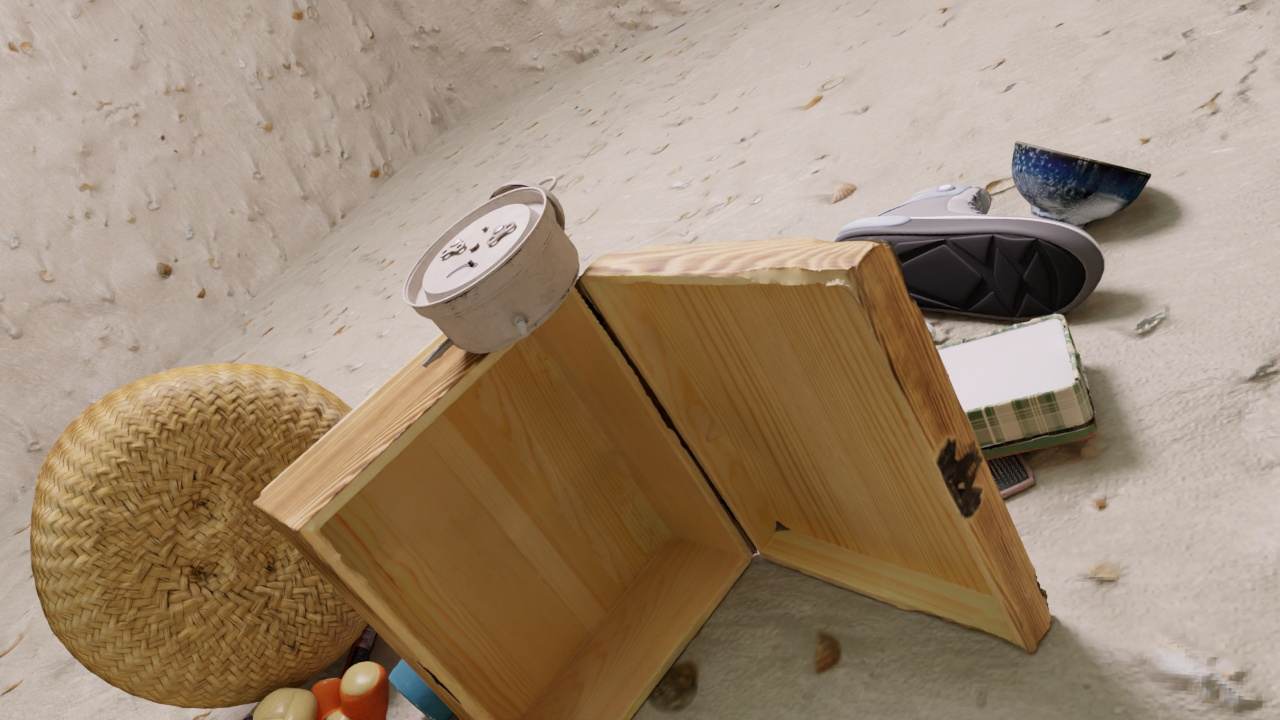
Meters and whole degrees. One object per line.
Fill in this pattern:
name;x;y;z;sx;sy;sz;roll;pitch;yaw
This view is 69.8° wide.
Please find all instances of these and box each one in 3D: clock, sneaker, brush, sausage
clock;-0.079;-0.064;0.570;0.104;0.061;0.156;-15;38;32
sneaker;0.311;-0.113;0.826;0.160;0.093;0.257;-37;26;-29
brush;0.204;0.096;0.647;0.136;0.015;0.049;-27;25;12
sausage;-0.262;0.278;0.852;0.020;0.020;0.155;-25;27;15

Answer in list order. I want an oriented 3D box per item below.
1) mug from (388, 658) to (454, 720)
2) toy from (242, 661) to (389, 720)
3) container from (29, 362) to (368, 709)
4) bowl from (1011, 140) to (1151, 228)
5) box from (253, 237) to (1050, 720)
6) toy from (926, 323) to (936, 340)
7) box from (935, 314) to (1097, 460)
mug;-0.141;0.228;0.745;0.121;0.078;0.078;-49;30;-20
toy;-0.276;0.314;0.734;0.176;0.096;0.112;-37;25;18
container;-0.367;0.154;0.818;0.306;0.307;0.197;-45;18;-24
bowl;0.381;-0.152;0.813;0.114;0.061;0.114;11;18;-4
box;0.015;0.103;0.552;0.337;0.279;0.285;1;42;52
toy;0.216;-0.012;0.799;0.079;0.038;0.122;-24;24;33
box;0.219;0.035;0.680;0.206;0.051;0.117;-19;22;25
